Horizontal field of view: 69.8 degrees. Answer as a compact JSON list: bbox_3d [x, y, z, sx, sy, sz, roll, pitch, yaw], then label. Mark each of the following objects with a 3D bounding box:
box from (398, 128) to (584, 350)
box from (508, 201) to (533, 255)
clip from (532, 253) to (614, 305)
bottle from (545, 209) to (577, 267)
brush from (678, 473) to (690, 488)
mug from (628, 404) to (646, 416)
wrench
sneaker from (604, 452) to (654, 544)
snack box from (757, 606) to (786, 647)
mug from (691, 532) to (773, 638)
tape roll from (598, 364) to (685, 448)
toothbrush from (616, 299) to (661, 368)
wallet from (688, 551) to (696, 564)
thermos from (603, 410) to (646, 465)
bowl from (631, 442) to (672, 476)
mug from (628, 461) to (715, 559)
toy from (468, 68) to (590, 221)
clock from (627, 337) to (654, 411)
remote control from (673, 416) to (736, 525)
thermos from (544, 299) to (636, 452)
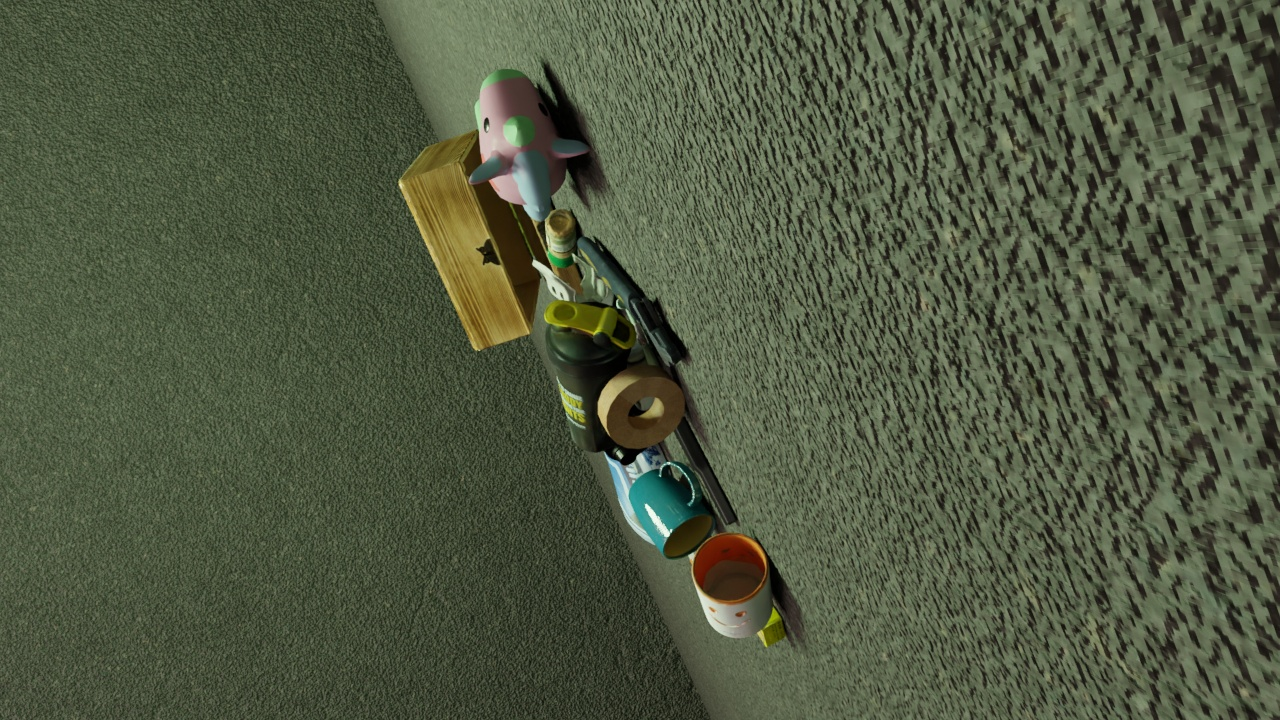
[{"bbox_3d":[-0.208,-0.204,1.403,0.251,0.192,0.279,-99,-11,-65],"label":"box"},{"bbox_3d":[-0.253,-0.288,1.623,0.124,0.079,0.221,-137,25,-64],"label":"box"},{"bbox_3d":[-0.059,-0.087,1.164,0.152,0.101,0.126,37,-177,-22],"label":"clip"},{"bbox_3d":[-0.104,-0.161,1.207,0.043,0.043,0.111,62,170,13],"label":"bottle"},{"bbox_3d":[0.046,0.184,1.292,0.136,0.015,0.049,119,136,-64],"label":"brush"},{"bbox_3d":[-0.030,0.042,1.264,0.118,0.081,0.098,29,155,24],"label":"mug"},{"bbox_3d":[-0.016,-0.074,0.999,0.273,0.022,0.073,52,172,52],"label":"wrench"},{"bbox_3d":[-0.008,0.191,1.510,0.098,0.083,0.241,76,168,-56],"label":"sneaker"},{"bbox_3d":[0.129,0.283,1.128,0.148,0.029,0.040,53,166,52],"label":"snack box"},{"bbox_3d":[0.104,0.250,1.014,0.082,0.082,0.105,58,170,37],"label":"mug"},{"bbox_3d":[0.001,0.052,1.016,0.027,0.094,0.094,53,166,52],"label":"tape roll"},{"bbox_3d":[0.010,-0.003,1.066,0.154,0.015,0.022,64,-154,4],"label":"toothbrush"},{"bbox_3d":[0.083,0.277,1.362,0.118,0.037,0.115,-120,9,-48],"label":"wallet"},{"bbox_3d":[-0.047,0.069,1.373,0.198,0.086,0.086,56,168,42],"label":"thermos"},{"bbox_3d":[0.003,0.141,1.417,0.114,0.045,0.114,62,171,17],"label":"bowl"},{"bbox_3d":[0.041,0.187,1.212,0.104,0.084,0.112,46,126,39],"label":"mug"},{"bbox_3d":[-0.122,-0.212,0.977,0.222,0.120,0.171,81,171,-59],"label":"toy"},{"bbox_3d":[-0.007,0.006,1.126,0.094,0.035,0.123,49,163,58],"label":"clock"},{"bbox_3d":[0.073,0.129,1.070,0.136,0.015,0.032,63,171,10],"label":"remote control"},{"bbox_3d":[-0.054,0.020,1.065,0.221,0.098,0.098,87,157,-51],"label":"thermos"}]
